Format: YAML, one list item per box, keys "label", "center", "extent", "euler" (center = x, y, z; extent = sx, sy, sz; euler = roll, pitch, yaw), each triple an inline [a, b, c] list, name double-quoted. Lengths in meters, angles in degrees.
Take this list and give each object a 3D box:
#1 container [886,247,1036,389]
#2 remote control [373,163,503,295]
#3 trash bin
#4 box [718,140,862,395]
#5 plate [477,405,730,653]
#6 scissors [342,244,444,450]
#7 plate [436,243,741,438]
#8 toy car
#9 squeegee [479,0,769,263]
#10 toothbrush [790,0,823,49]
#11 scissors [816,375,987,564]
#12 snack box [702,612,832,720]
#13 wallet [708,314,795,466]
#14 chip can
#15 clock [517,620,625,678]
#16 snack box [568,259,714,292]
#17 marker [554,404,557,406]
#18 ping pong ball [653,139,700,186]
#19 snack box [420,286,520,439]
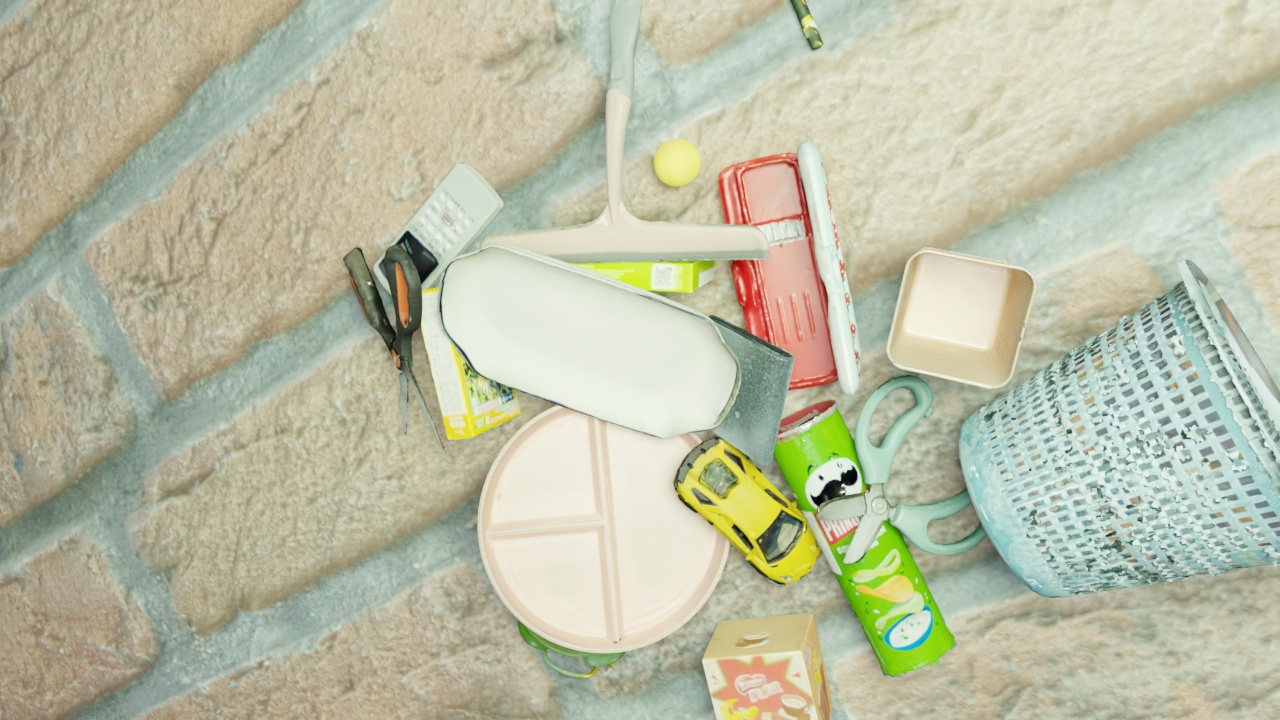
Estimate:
- label: "container"
  center: [0.245, -0.040, 0.710]
  extent: [0.090, 0.110, 0.090]
  euler: [13, 105, 14]
- label: "remote control"
  center: [-0.197, -0.118, 0.883]
  extent: [0.058, 0.021, 0.150]
  euler: [46, 110, 4]
- label: "trash bin"
  center: [0.352, 0.071, 0.661]
  extent: [0.196, 0.225, 0.226]
  euler: [-31, 91, 33]
- label: "box"
  center: [0.122, -0.070, 0.750]
  extent: [0.102, 0.100, 0.201]
  euler: [-10, 98, 18]
- label: "plate"
  center: [-0.032, 0.147, 0.836]
  extent: [0.229, 0.028, 0.229]
  euler: [0, 83, -3]
- label: "scissors"
  center: [-0.233, -0.023, 0.863]
  extent: [0.221, 0.021, 0.234]
  euler: [52, 145, 30]
- label: "plate"
  center: [-0.043, -0.020, 0.781]
  extent: [0.266, 0.034, 0.162]
  euler: [19, 136, 3]
- label: "toy car"
  center: [0.098, 0.134, 0.814]
  extent: [0.156, 0.041, 0.071]
  euler: [45, 79, -3]
- label: "squeegee"
  center: [-0.017, -0.204, 0.755]
  extent: [0.248, 0.040, 0.249]
  euler: [0, 80, 17]
- label: "toothbrush"
  center: [0.111, -0.341, 0.743]
  extent: [0.017, 0.012, 0.186]
  euler: [-23, 94, 10]
- label: "scissors"
  center: [0.218, 0.087, 0.760]
  extent: [0.170, 0.019, 0.181]
  euler: [-3, 82, -16]
- label: "snack box"
  center: [0.117, 0.294, 0.839]
  extent: [0.093, 0.077, 0.094]
  euler: [-11, 97, 20]
- label: "wallet"
  center: [0.082, 0.023, 0.788]
  extent: [0.121, 0.019, 0.097]
  euler: [33, 118, 53]
- label: "chip can"
  center: [0.188, 0.153, 0.790]
  extent: [0.072, 0.072, 0.236]
  euler: [-26, 93, 21]
- label: "clock"
  center: [-0.063, 0.239, 0.897]
  extent: [0.116, 0.056, 0.161]
  euler: [14, 105, 15]
- label: "snack box"
  center: [-0.020, -0.081, 0.800]
  extent: [0.156, 0.085, 0.026]
  euler: [4, 104, 17]
- label: "marker"
  center: [-0.060, 0.018, 0.870]
  extent: [0.017, 0.017, 0.145]
  euler: [31, 109, 9]
- label: "ping pong ball"
  center: [0.031, -0.170, 0.789]
  extent: [0.040, 0.040, 0.040]
  euler: [4, 102, 17]
- label: "snack box"
  center: [-0.160, -0.004, 0.859]
  extent: [0.034, 0.086, 0.140]
  euler: [-10, 98, 25]
